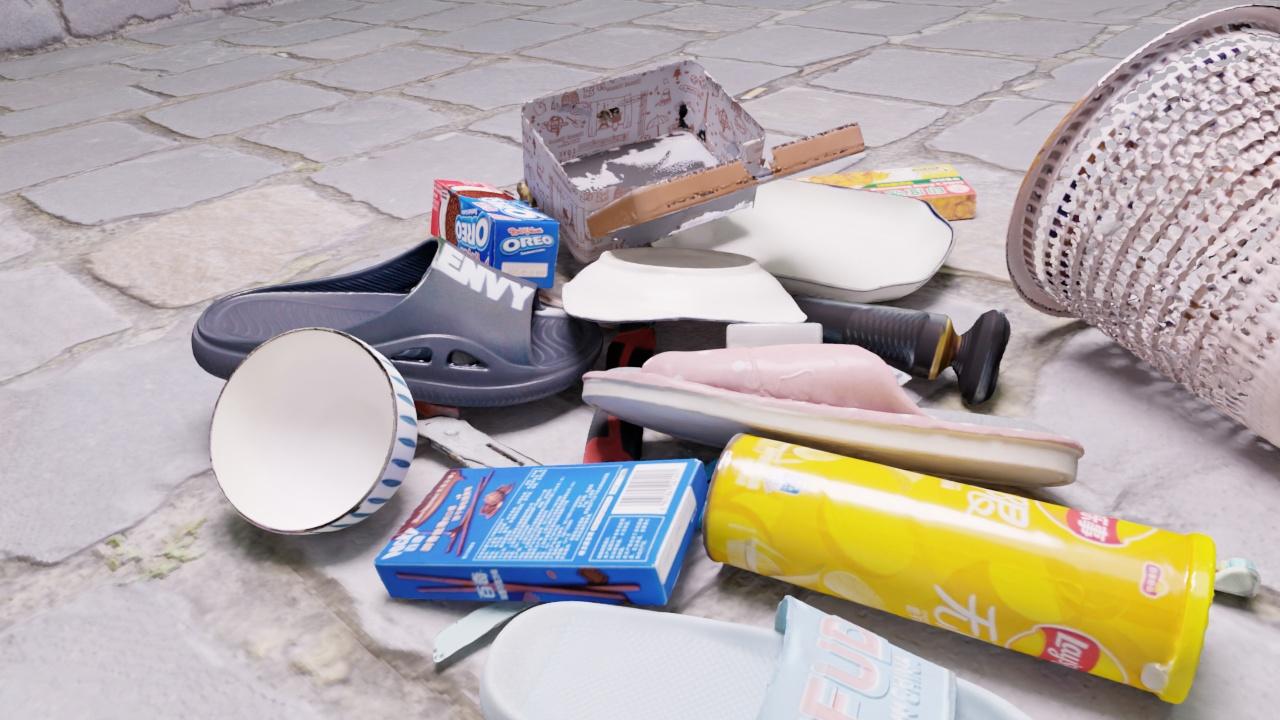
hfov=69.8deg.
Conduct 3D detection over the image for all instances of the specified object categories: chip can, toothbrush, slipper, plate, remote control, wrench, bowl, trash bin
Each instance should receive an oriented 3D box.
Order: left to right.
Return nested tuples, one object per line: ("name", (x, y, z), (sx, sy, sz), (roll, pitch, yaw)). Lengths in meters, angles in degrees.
("bowl", (-0.181, 0.044, 0.536), (0.116, 0.116, 0.066), (3, -12, 14))
("slipper", (-0.154, -0.031, 0.602), (0.268, 0.083, 0.110), (2, 32, -10))
("wrench", (-0.004, 0.004, 0.642), (0.056, 0.016, 0.272), (12, 33, 4))
("plate", (0.026, -0.056, 0.646), (0.163, 0.034, 0.164), (1, 15, -6))
("slipper", (0.045, 0.136, 0.361), (0.246, 0.074, 0.103), (8, 32, 23))
("remote control", (0.082, -0.010, 0.589), (0.056, 0.019, 0.135), (0, -2, 4))
("plate", (0.126, -0.101, 0.776), (0.266, 0.034, 0.161), (14, 41, 26))
("slipper", (0.099, 0.025, 0.512), (0.275, 0.114, 0.054), (8, 77, 15))
("chip can", (0.139, 0.089, 0.429), (0.214, 0.072, 0.071), (12, 35, 27))
("toothbrush", (0.202, 0.092, 0.467), (0.190, 0.029, 0.020), (8, 73, 23))
("trash bin", (0.368, -0.061, 0.535), (0.227, 0.228, 0.192), (-13, 44, -13))

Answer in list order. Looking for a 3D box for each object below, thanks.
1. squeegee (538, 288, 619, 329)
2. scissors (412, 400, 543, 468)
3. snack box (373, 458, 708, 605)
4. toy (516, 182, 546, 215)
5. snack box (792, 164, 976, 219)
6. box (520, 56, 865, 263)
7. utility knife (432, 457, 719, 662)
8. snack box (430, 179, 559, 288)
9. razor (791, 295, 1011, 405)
("squeegee", (-0.182, -0.030, 0.709), (0.248, 0.040, 0.248), (-30, 40, -34))
("scissors", (-0.125, 0.035, 0.596), (0.205, 0.015, 0.196), (2, 33, -3))
("snack box", (-0.050, 0.087, 0.476), (0.157, 0.026, 0.084), (-5, 27, 22))
("toy", (-0.036, -0.140, 0.849), (0.157, 0.066, 0.105), (3, 34, -19))
("snack box", (0.227, -0.154, 0.868), (0.156, 0.027, 0.077), (-5, 32, 1))
("box", (0.026, -0.148, 0.717), (0.178, 0.125, 0.274), (-21, 30, -19))
("utility knife", (-0.014, 0.100, 0.487), (0.215, 0.018, 0.034), (-26, 37, -28))
("snack box", (-0.129, -0.112, 0.788), (0.058, 0.057, 0.207), (0, 19, -26))
("razor", (0.169, -0.016, 0.630), (0.168, 0.062, 0.067), (16, 6, 40))
